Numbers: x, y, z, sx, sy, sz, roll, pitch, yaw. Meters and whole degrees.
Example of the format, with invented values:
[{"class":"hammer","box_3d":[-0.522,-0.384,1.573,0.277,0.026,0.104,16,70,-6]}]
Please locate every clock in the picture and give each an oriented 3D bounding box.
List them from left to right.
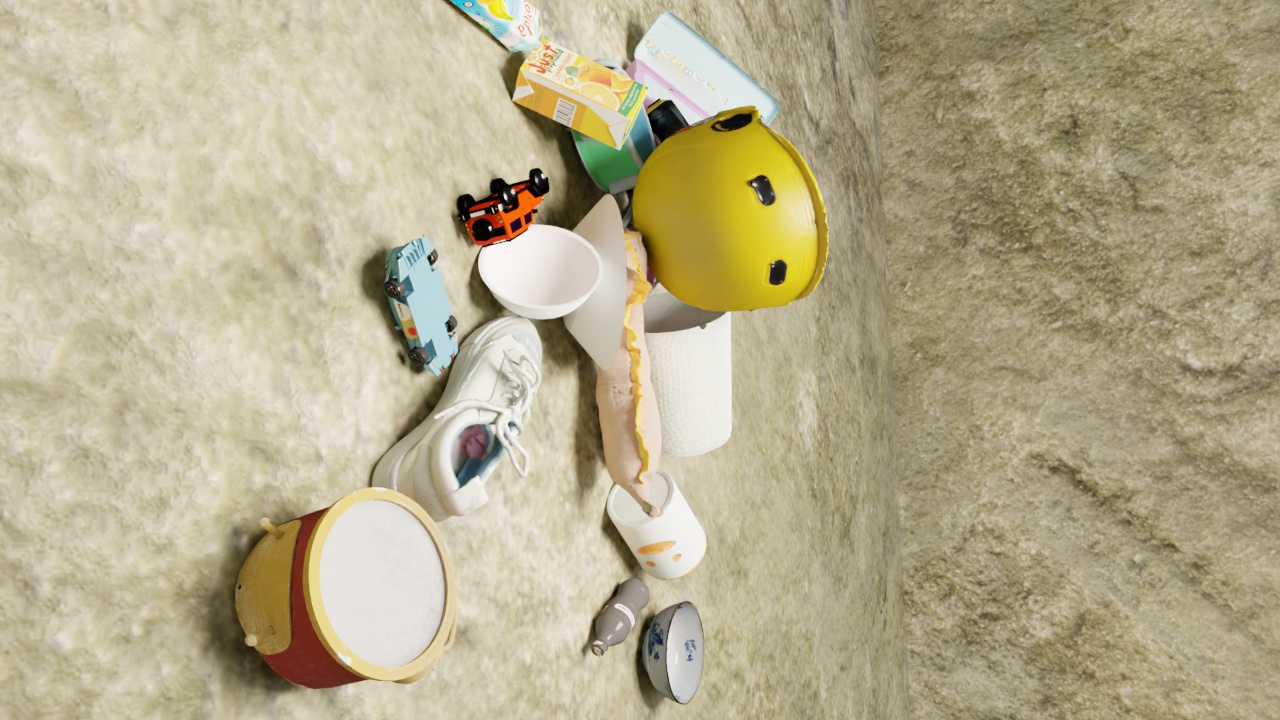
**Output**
[{"class":"clock","box_3d":[-0.180,0.154,0.596,0.158,0.081,0.117,31,46,-49]},{"class":"clock","box_3d":[-0.034,-0.265,1.015,0.122,0.075,0.161,58,23,-43]}]

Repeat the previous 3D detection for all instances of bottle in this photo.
[{"class":"bottle","box_3d":[-0.023,0.272,0.969,0.109,0.036,0.036,-44,125,-59]}]

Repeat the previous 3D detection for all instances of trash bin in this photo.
[{"class":"trash bin","box_3d":[0.046,0.017,1.065,0.133,0.133,0.161,-50,136,-57]}]

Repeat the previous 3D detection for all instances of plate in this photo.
[{"class":"plate","box_3d":[-0.053,-0.077,0.909,0.174,0.036,0.174,179,-89,-75]}]

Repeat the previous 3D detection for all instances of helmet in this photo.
[{"class":"helmet","box_3d":[0.072,-0.138,0.924,0.240,0.139,0.209,-137,-147,-67]}]

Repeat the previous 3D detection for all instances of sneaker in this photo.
[{"class":"sneaker","box_3d":[-0.117,0.043,0.747,0.241,0.091,0.089,-62,139,-51]}]

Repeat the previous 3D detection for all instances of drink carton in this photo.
[{"class":"drink carton","box_3d":[-0.136,-0.326,0.834,0.128,0.039,0.044,19,68,-63]},{"class":"drink carton","box_3d":[-0.062,-0.262,0.897,0.041,0.122,0.058,117,-4,-51]}]

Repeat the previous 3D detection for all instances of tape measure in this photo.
[{"class":"tape measure","box_3d":[0.036,-0.272,1.079,0.072,0.042,0.071,48,13,-55]}]

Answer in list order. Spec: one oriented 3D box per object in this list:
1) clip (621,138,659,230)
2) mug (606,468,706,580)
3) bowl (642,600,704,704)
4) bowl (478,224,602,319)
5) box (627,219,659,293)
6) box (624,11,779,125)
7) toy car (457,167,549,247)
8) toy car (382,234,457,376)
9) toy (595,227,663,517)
[{"class":"clip","box_3d":[-0.003,-0.204,1.070,0.027,0.090,0.162,116,-35,-51]},{"class":"mug","box_3d":[0.019,0.183,1.024,0.105,0.082,0.082,61,34,-39]},{"class":"bowl","box_3d":[0.033,0.338,1.069,0.114,0.045,0.114,-5,90,-65]},{"class":"bowl","box_3d":[-0.092,-0.072,0.833,0.041,0.110,0.109,101,6,-47]},{"class":"box","box_3d":[0.047,-0.178,1.142,0.229,0.091,0.085,-64,142,-49]},{"class":"box","box_3d":[0.078,-0.331,1.176,0.214,0.062,0.140,30,74,-30]},{"class":"toy car","box_3d":[-0.120,-0.136,0.820,0.100,0.051,0.049,-49,126,-57]},{"class":"toy car","box_3d":[-0.174,-0.041,0.713,0.060,0.027,0.108,-62,149,-50]},{"class":"toy","box_3d":[-0.005,0.005,0.929,0.196,0.065,0.265,-132,-137,-60]}]
